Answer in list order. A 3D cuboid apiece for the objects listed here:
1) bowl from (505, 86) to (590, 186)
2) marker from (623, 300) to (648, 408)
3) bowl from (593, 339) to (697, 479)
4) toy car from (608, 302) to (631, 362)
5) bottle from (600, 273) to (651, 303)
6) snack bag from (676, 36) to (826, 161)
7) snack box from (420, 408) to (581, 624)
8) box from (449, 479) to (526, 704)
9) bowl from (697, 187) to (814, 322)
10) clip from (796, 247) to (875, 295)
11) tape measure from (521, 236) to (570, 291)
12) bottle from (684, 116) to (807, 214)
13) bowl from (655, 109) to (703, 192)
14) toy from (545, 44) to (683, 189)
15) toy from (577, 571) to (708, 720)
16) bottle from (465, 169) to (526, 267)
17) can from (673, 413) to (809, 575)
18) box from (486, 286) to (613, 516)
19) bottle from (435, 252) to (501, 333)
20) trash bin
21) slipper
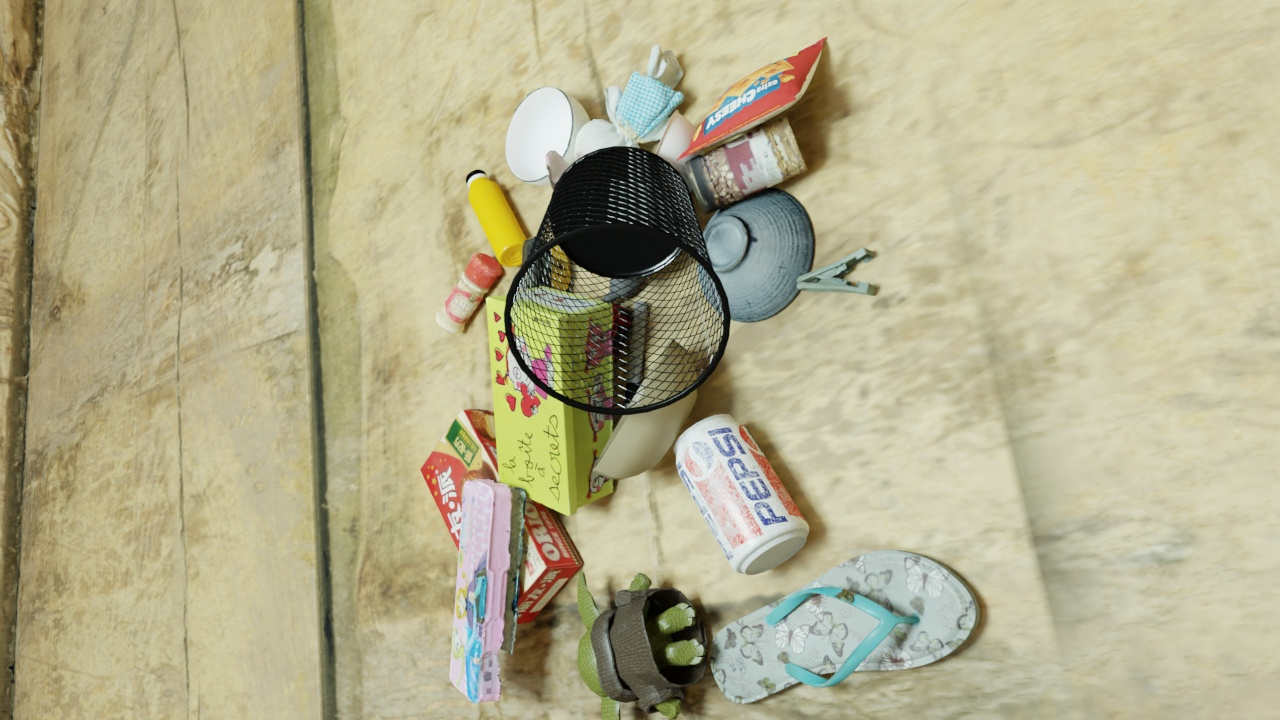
[{"bbox_3d":[-0.100,-0.258,1.082,0.114,0.063,0.113,-8,78,39],"label":"bowl"},{"bbox_3d":[-0.006,0.006,0.991,0.016,0.016,0.140,2,85,41],"label":"marker"},{"bbox_3d":[0.014,0.056,0.904,0.050,0.152,0.152,31,107,-1],"label":"bowl"},{"bbox_3d":[-0.040,-0.018,1.006,0.036,0.042,0.091,38,107,45],"label":"toy car"},{"bbox_3d":[-0.011,-0.092,1.001,0.113,0.030,0.030,-45,57,26],"label":"bottle"},{"bbox_3d":[0.109,-0.249,0.880,0.131,0.039,0.143,-20,29,37],"label":"snack bag"},{"bbox_3d":[-0.169,0.179,1.076,0.113,0.060,0.236,-51,55,26],"label":"snack box"},{"bbox_3d":[-0.166,0.247,1.001,0.085,0.053,0.230,3,89,59],"label":"box"},{"bbox_3d":[0.096,-0.108,0.894,0.137,0.057,0.137,-7,79,40],"label":"bowl"},{"bbox_3d":[0.178,-0.075,0.842,0.076,0.023,0.059,-8,77,38],"label":"clip"},{"bbox_3d":[-0.108,-0.105,1.065,0.037,0.064,0.065,-11,67,32],"label":"tape measure"},{"bbox_3d":[0.101,-0.187,0.880,0.105,0.056,0.056,-22,68,14],"label":"bottle"},{"bbox_3d":[0.039,-0.197,0.944,0.040,0.110,0.110,20,98,4],"label":"bowl"},{"bbox_3d":[-0.026,-0.253,1.003,0.205,0.131,0.106,-60,29,0],"label":"toy"},{"bbox_3d":[0.000,0.284,0.903,0.153,0.078,0.179,-34,63,41],"label":"toy"},{"bbox_3d":[-0.183,-0.183,1.155,0.043,0.043,0.143,-45,57,26],"label":"bottle"},{"bbox_3d":[0.091,0.123,0.849,0.078,0.078,0.136,-46,57,26],"label":"can"},{"bbox_3d":[-0.094,0.041,0.977,0.124,0.080,0.221,19,115,40],"label":"box"},{"bbox_3d":[-0.221,-0.085,1.174,0.109,0.044,0.044,-53,54,23],"label":"bottle"},{"bbox_3d":[-0.019,-0.087,0.833,0.184,0.184,0.209,-45,24,26],"label":"trash bin"},{"bbox_3d":[0.156,0.231,0.795,0.270,0.054,0.098,-30,63,35],"label":"slipper"}]
